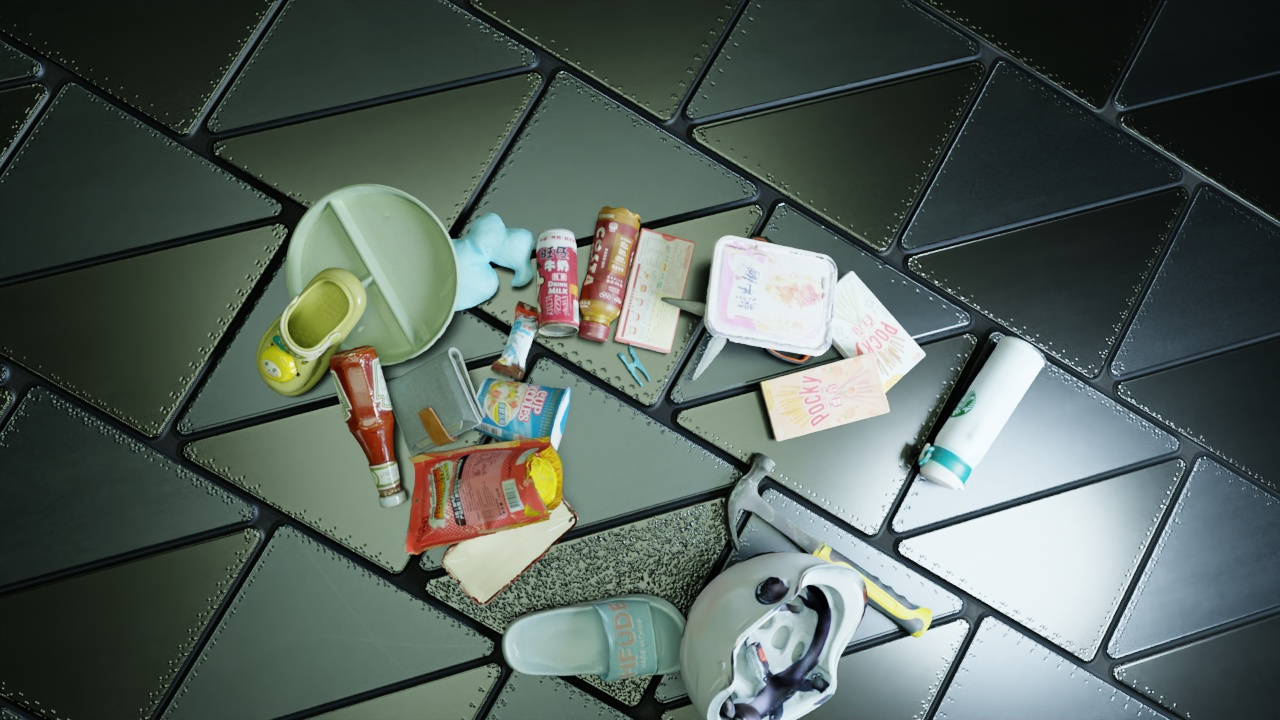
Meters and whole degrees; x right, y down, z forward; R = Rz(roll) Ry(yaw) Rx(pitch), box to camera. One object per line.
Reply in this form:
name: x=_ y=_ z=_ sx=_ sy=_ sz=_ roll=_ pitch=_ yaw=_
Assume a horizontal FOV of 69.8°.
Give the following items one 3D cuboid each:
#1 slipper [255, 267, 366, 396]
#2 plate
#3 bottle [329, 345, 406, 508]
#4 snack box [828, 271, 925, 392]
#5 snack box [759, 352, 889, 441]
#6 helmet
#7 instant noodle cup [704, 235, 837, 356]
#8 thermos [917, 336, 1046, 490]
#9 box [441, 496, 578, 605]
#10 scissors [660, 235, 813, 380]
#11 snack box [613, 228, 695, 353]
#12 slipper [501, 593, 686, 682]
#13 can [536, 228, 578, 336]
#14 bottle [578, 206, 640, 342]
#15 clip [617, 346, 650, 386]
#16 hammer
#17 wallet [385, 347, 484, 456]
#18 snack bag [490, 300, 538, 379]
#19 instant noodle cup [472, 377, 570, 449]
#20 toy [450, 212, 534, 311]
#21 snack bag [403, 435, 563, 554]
slipper: x=-0.420 y=-0.035 z=1.136 sx=0.091 sy=0.081 sz=0.191 roll=43 pitch=105 yaw=3
plate: x=-0.338 y=-0.108 z=1.169 sx=0.230 sy=0.027 sz=0.230 roll=1 pitch=100 yaw=6
bottle: x=-0.338 y=0.085 z=1.159 sx=0.059 sy=0.060 sz=0.206 roll=-14 pitch=100 yaw=-7
snack box: x=0.309 y=-0.038 z=1.263 sx=0.084 sy=0.027 sz=0.157 roll=-42 pitch=90 yaw=-7
snack box: x=0.247 y=0.049 z=1.234 sx=0.157 sy=0.026 sz=0.084 roll=-15 pitch=90 yaw=3
helmet: x=0.148 y=0.339 z=1.144 sx=0.258 sy=0.146 sz=0.229 roll=-46 pitch=131 yaw=-18
instant noodle cup: x=0.165 y=-0.080 z=1.205 sx=0.173 sy=0.060 sz=0.138 roll=9 pitch=79 yaw=-11
thermos: x=0.460 y=0.074 z=1.250 sx=0.073 sy=0.073 sz=0.224 roll=36 pitch=83 yaw=-2
box: x=-0.166 y=0.224 z=1.166 sx=0.168 sy=0.078 sz=0.091 roll=-41 pitch=91 yaw=-8
scissors: x=0.140 y=-0.059 z=1.239 sx=0.221 sy=0.022 sz=0.230 roll=32 pitch=76 yaw=-7
snack box: x=0.019 y=-0.093 z=1.235 sx=0.077 sy=0.027 sz=0.155 roll=14 pitch=84 yaw=-5
slipper: x=-0.054 y=0.357 z=1.170 sx=0.245 sy=0.074 sz=0.104 roll=-2 pitch=85 yaw=-5
can: x=-0.109 y=-0.102 z=1.201 sx=0.053 sy=0.053 sz=0.132 roll=-1 pitch=76 yaw=-6
bottle: x=-0.045 y=-0.113 z=1.215 sx=0.057 sy=0.057 sz=0.175 roll=13 pitch=84 yaw=-5
clip: x=-0.008 y=0.008 z=1.231 sx=0.046 sy=0.014 sz=0.057 roll=-35 pitch=89 yaw=-9
hammer: x=0.251 y=0.267 z=1.231 sx=0.323 sy=0.032 sz=0.126 roll=37 pitch=83 yaw=-3
wallet: x=-0.262 y=0.056 z=1.153 sx=0.130 sy=0.036 sz=0.106 roll=-24 pitch=85 yaw=32
snack bag: x=-0.158 y=-0.026 z=1.203 sx=0.048 sy=0.026 sz=0.104 roll=18 pitch=64 yaw=6
instant noodle cup: x=-0.155 y=0.069 z=1.175 sx=0.110 sy=0.099 sz=0.099 roll=14 pitch=84 yaw=3
toy: x=-0.225 y=-0.123 z=1.200 sx=0.161 sy=0.050 sz=0.156 roll=27 pitch=86 yaw=-5
snack bag: x=-0.201 y=0.162 z=1.133 sx=0.208 sy=0.073 sz=0.128 roll=-14 pitch=63 yaw=21
